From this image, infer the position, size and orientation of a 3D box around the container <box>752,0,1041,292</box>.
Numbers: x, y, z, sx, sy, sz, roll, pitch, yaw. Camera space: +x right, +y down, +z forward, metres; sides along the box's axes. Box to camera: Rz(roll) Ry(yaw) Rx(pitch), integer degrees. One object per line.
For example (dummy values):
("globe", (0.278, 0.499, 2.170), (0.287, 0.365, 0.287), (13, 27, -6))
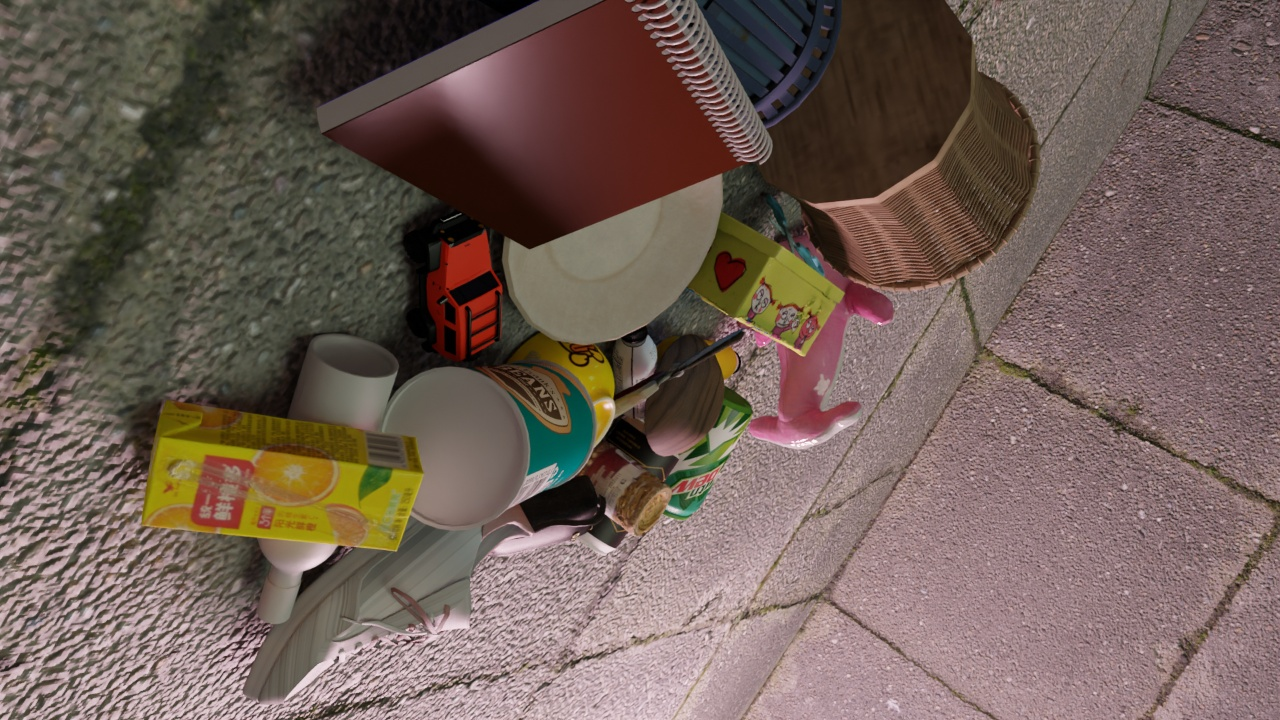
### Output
("container", (0.213, -0.194, 0.801), (0.196, 0.227, 0.227), (20, 102, -57))

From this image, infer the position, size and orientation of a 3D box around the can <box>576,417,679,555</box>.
("can", (-0.022, 0.123, 0.914), (0.128, 0.072, 0.072), (-54, 155, -4))

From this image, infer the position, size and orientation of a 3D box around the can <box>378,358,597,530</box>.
("can", (-0.097, 0.051, 0.622), (0.099, 0.099, 0.143), (-61, 169, 9))

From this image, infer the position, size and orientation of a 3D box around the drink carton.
("drink carton", (-0.193, 0.065, 0.500), (0.134, 0.043, 0.059), (13, 114, -26))

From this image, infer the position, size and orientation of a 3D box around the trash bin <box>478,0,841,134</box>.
("trash bin", (-0.001, -0.214, 0.477), (0.249, 0.139, 0.139), (4, 117, -60))

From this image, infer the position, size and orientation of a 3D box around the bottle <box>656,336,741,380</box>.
("bottle", (0.066, 0.000, 0.958), (0.143, 0.043, 0.043), (4, 117, -62))

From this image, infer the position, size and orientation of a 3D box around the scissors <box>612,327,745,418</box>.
("scissors", (0.008, 0.022, 0.799), (0.188, 0.015, 0.140), (-34, -175, -8))

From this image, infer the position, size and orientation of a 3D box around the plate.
("plate", (-0.021, -0.101, 0.668), (0.188, 0.027, 0.189), (-22, 132, -27))

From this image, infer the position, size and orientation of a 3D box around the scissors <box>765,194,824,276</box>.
("scissors", (0.140, -0.130, 0.885), (0.015, 0.118, 0.139), (-32, 155, 14))

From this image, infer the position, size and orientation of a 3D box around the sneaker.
("sneaker", (-0.170, 0.174, 0.670), (0.235, 0.089, 0.099), (-43, 169, -27))

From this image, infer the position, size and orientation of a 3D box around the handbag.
("handbag", (-0.093, 0.143, 0.802), (0.128, 0.054, 0.079), (-12, 147, -11))

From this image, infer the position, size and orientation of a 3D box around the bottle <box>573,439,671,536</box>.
("bottle", (-0.028, 0.110, 0.848), (0.056, 0.105, 0.056), (-41, 151, -29))

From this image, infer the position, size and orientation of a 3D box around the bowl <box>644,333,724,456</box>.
("bowl", (0.050, 0.036, 0.865), (0.119, 0.032, 0.119), (-30, 128, -49))

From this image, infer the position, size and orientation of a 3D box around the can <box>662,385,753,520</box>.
("can", (0.055, 0.095, 1.004), (0.083, 0.083, 0.144), (5, 116, -62))

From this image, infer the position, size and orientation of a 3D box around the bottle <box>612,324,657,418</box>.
("bottle", (-0.005, 0.005, 0.841), (0.041, 0.041, 0.116), (-42, 152, -27))

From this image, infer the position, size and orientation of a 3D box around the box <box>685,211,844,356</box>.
("box", (0.094, -0.077, 0.829), (0.079, 0.124, 0.220), (-59, 153, 5))

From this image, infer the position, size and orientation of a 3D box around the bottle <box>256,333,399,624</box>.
("bottle", (-0.202, 0.081, 0.565), (0.052, 0.052, 0.195), (-10, 129, -57))

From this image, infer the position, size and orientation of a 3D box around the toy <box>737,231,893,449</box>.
("toy", (0.167, -0.038, 0.998), (0.127, 0.187, 0.265), (18, 71, -34))

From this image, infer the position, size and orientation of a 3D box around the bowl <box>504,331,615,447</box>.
("bowl", (-0.063, 0.037, 0.744), (0.117, 0.068, 0.117), (-41, 151, -30))

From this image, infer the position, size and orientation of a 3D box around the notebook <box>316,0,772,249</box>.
("notebook", (-0.032, -0.120, 0.484), (0.172, 0.022, 0.209), (-19, 167, 16))

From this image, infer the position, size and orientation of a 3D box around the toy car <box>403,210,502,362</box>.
("toy car", (-0.114, -0.045, 0.578), (0.051, 0.049, 0.100), (-34, 147, -39))
